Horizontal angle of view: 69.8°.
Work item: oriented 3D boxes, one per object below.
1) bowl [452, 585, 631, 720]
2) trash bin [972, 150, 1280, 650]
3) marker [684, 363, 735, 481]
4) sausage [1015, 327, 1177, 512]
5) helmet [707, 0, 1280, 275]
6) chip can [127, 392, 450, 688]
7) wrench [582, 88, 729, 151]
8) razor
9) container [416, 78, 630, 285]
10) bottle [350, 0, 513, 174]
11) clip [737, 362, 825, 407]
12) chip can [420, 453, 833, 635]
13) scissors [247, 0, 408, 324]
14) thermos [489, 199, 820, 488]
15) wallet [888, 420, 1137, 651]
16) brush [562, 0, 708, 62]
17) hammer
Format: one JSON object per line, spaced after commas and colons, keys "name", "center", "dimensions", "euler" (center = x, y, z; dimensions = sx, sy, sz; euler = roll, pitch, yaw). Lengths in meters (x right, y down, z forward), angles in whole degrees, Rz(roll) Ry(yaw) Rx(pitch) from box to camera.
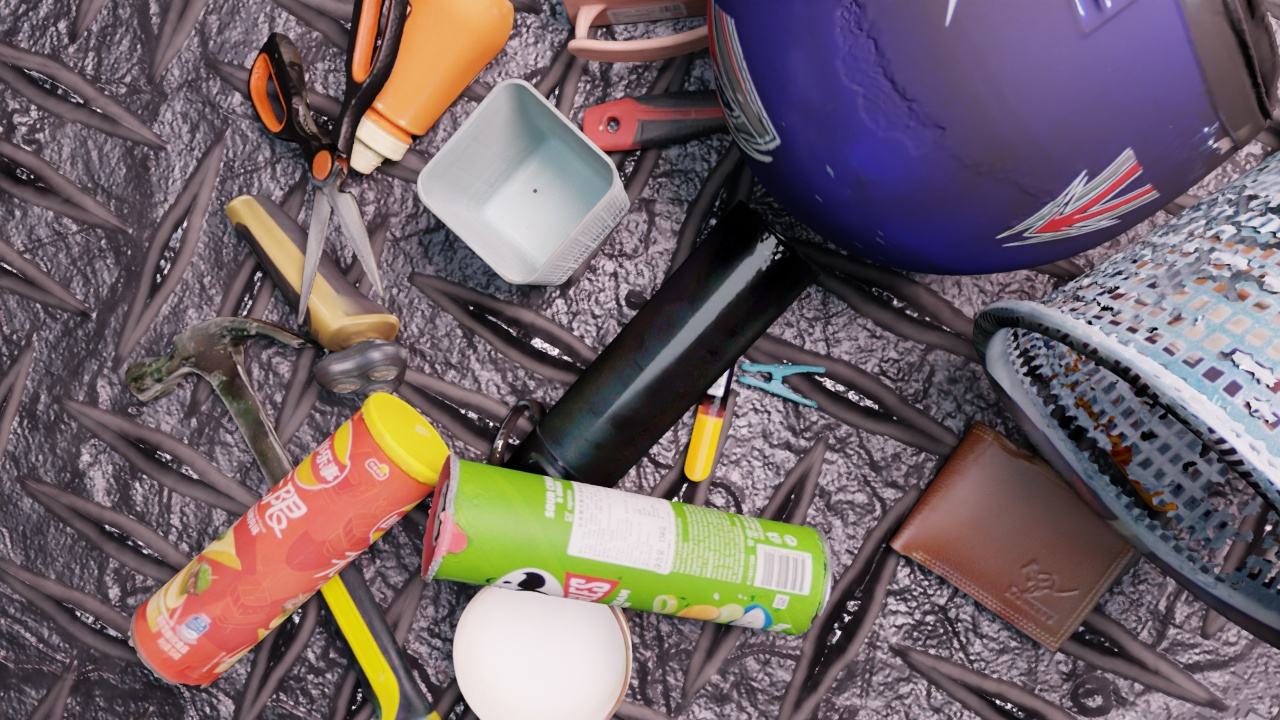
{"name": "bowl", "center": [-0.058, 0.184, 0.598], "dimensions": [0.113, 0.062, 0.113], "euler": [0, 91, 8]}
{"name": "trash bin", "center": [0.315, -0.001, 0.442], "dimensions": [0.195, 0.226, 0.226], "euler": [-41, 87, 1]}
{"name": "marker", "center": [0.050, 0.019, 0.605], "dimensions": [0.018, 0.015, 0.124], "euler": [13, 91, 12]}
{"name": "sausage", "center": [0.284, 0.030, 0.573], "dimensions": [0.021, 0.021, 0.165], "euler": [-37, 87, 6]}
{"name": "helmet", "center": [0.155, -0.196, 0.461], "dimensions": [0.241, 0.247, 0.315], "euler": [-13, 64, 39]}
{"name": "chip can", "center": [-0.219, 0.113, 0.578], "dimensions": [0.217, 0.073, 0.073], "euler": [-40, 87, 8]}
{"name": "wrench", "center": [0.096, -0.172, 0.592], "dimensions": [0.273, 0.016, 0.056], "euler": [-11, 87, 7]}
{"name": "razor", "center": [-0.220, -0.045, 0.614], "dimensions": [0.067, 0.062, 0.167], "euler": [-36, 80, -31]}
{"name": "container", "center": [-0.063, -0.100, 0.565], "dimensions": [0.090, 0.111, 0.090], "euler": [43, 95, 4]}
{"name": "bottle", "center": [-0.146, -0.185, 0.600], "dimensions": [0.067, 0.066, 0.150], "euler": [40, 103, 4]}
{"name": "clip", "center": [0.091, 0.012, 0.600], "dimensions": [0.055, 0.013, 0.038], "euler": [13, 92, 4]}
{"name": "chip can", "center": [-0.006, 0.113, 0.544], "dimensions": [0.236, 0.072, 0.072], "euler": [13, 93, -16]}
{"name": "scissors", "center": [-0.198, -0.142, 0.584], "dimensions": [0.229, 0.021, 0.221], "euler": [36, 106, 33]}
{"name": "thermos", "center": [-0.003, 0.003, 0.582], "dimensions": [0.243, 0.068, 0.090], "euler": [-46, 64, 10]}
{"name": "wallet", "center": [0.236, 0.111, 0.578], "dimensions": [0.124, 0.032, 0.101], "euler": [33, 97, 5]}
{"name": "brush", "center": [0.024, -0.229, 0.576], "dimensions": [0.146, 0.063, 0.073], "euler": [-2, 87, 5]}
{"name": "hammer", "center": [-0.226, 0.116, 0.631], "dimensions": [0.126, 0.032, 0.323], "euler": [-29, 88, 7]}
